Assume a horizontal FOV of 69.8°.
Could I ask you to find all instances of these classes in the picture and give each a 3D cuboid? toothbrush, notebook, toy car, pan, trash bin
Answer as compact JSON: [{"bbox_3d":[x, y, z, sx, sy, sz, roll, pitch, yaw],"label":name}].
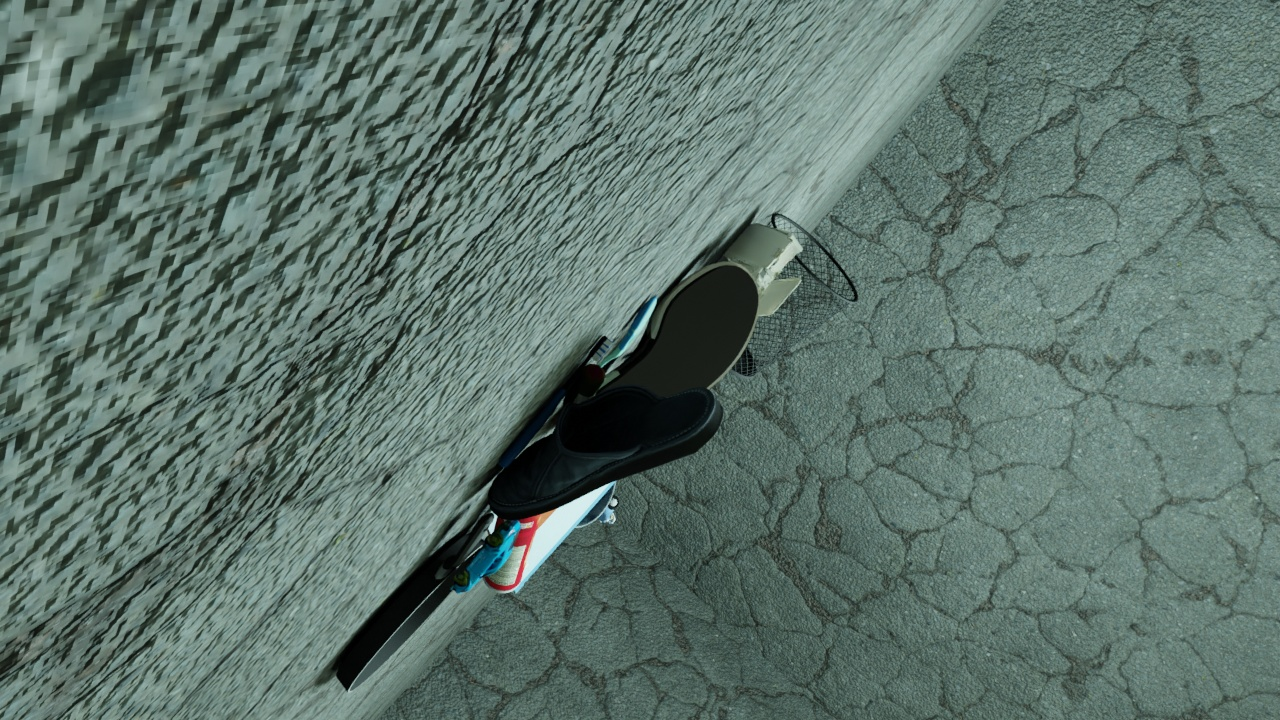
[{"bbox_3d":[-0.083,0.042,0.882,0.168,0.014,0.014,-50,180,13],"label":"toothbrush"},{"bbox_3d":[-0.111,0.183,1.269,0.252,0.009,0.181,-45,145,-31],"label":"notebook"},{"bbox_3d":[-0.164,0.214,0.989,0.105,0.032,0.048,-49,178,13],"label":"toy car"},{"bbox_3d":[-0.018,-0.017,0.970,0.135,0.017,0.022,-51,171,31],"label":"toothbrush"},{"bbox_3d":[-0.238,0.253,1.037,0.224,0.034,0.358,-43,173,-47],"label":"pan"},{"bbox_3d":[0.199,-0.091,1.442,0.211,0.184,0.183,-45,177,25],"label":"trash bin"},{"bbox_3d":[-0.073,0.201,1.550,0.054,0.153,0.056,-8,171,-17],"label":"toy car"}]

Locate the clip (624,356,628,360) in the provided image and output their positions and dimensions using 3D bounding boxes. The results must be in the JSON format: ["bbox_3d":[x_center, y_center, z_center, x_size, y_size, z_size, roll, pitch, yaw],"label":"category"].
[{"bbox_3d":[-0.017,0.018,1.220,0.120,0.030,0.129,-46,178,38],"label":"clip"}]

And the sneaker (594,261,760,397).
[{"bbox_3d":[0.019,0.004,1.078,0.293,0.111,0.116,-50,-163,-3],"label":"sneaker"}]

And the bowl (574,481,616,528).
[{"bbox_3d":[-0.103,0.175,1.365,0.057,0.137,0.136,10,-135,44],"label":"bowl"}]

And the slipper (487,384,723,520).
[{"bbox_3d":[-0.053,0.072,0.905,0.266,0.083,0.108,-23,-152,24],"label":"slipper"}]

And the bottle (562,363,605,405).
[{"bbox_3d":[-0.065,0.040,0.952,0.025,0.025,0.106,-44,173,-41],"label":"bottle"}]

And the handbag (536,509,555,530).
[{"bbox_3d":[-0.088,0.123,1.166,0.171,0.060,0.109,-45,158,-31],"label":"handbag"}]

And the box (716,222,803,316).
[{"bbox_3d":[0.155,-0.111,1.166,0.143,0.044,0.184,-49,-149,-13],"label":"box"}]

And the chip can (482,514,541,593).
[{"bbox_3d":[-0.152,0.206,1.105,0.051,0.052,0.215,-44,163,-41],"label":"chip can"}]
